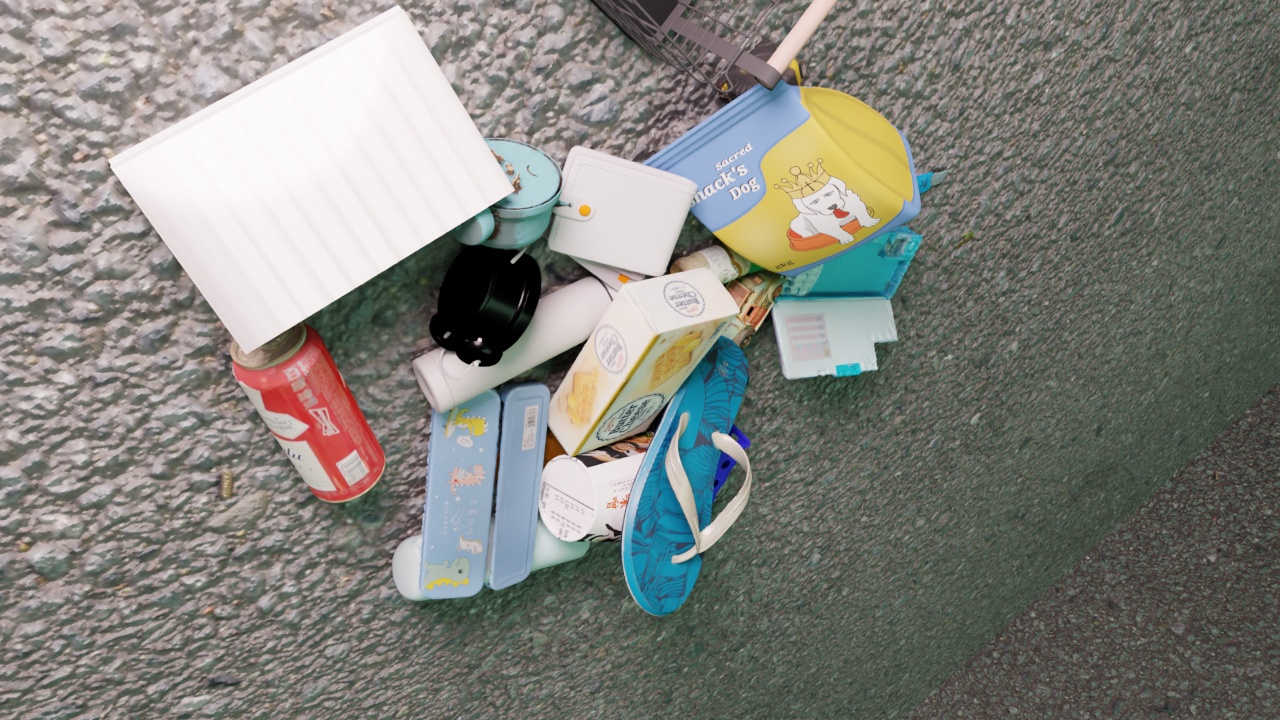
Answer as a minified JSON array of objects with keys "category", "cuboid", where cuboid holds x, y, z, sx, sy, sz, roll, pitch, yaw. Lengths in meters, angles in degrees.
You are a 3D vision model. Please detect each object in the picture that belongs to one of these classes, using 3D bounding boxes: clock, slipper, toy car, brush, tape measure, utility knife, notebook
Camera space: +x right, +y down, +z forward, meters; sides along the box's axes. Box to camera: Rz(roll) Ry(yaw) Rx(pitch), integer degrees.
[{"category":"clock","cuboid":[-0.130,-0.042,0.747,0.042,0.091,0.121,24,94,-39]},{"category":"slipper","cuboid":[0.057,0.112,0.926,0.118,0.060,0.294,27,74,-33]},{"category":"toy car","cuboid":[0.110,-0.063,0.980,0.047,0.047,0.112,10,117,-48]},{"category":"brush","cuboid":[-0.133,0.111,0.939,0.126,0.017,0.048,-24,137,-25]},{"category":"tape measure","cuboid":[0.106,-0.245,0.804,0.067,0.062,0.038,-38,140,-8]},{"category":"utility knife","cuboid":[0.296,-0.196,1.059,0.174,0.015,0.031,-22,141,-29]},{"category":"notebook","cuboid":[-0.209,-0.121,0.606,0.209,0.009,0.142,-35,103,-14]},{"category":"clock","cuboid":[-0.117,-0.124,0.691,0.124,0.090,0.053,-19,145,-30]}]

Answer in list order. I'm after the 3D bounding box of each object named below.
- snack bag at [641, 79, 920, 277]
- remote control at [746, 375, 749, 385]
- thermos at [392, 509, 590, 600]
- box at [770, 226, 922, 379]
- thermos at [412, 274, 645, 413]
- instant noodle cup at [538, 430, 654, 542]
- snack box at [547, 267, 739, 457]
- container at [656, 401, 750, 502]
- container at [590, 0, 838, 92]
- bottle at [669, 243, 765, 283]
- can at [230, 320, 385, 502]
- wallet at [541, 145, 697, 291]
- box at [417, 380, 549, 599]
[{"category":"snack bag","cuboid":[0.125,-0.168,0.815,0.205,0.102,0.159,18,149,-39]},{"category":"remote control","cuboid":[0.074,0.021,1.042,0.150,0.022,0.047,19,109,-49]},{"category":"thermos","cuboid":[-0.154,0.198,0.959,0.206,0.065,0.078,-7,145,-38]},{"category":"box","cuboid":[0.230,-0.074,1.062,0.226,0.072,0.182,-4,104,-40]},{"category":"thermos","cuboid":[-0.092,-0.025,0.827,0.223,0.052,0.052,-28,138,-21]},{"category":"instant noodle cup","cuboid":[-0.034,0.138,0.958,0.121,0.123,0.124,1,123,-49]},{"category":"snack box","cuboid":[-0.005,0.005,0.870,0.104,0.057,0.208,-16,154,-39]},{"category":"container","cuboid":[0.053,0.117,1.060,0.084,0.085,0.114,5,121,-43]},{"category":"container","cuboid":[0.029,-0.311,0.620,0.163,0.130,0.241,-52,141,8]},{"category":"bottle","cuboid":[0.084,-0.099,0.929,0.110,0.043,0.043,-22,136,-27]},{"category":"can","cuboid":[-0.259,0.041,0.724,0.067,0.067,0.170,-31,140,-18]},{"category":"wallet","cuboid":[-0.025,-0.114,0.791,0.118,0.037,0.115,13,116,-19]},{"category":"box","cuboid":[-0.145,0.124,0.874,0.127,0.034,0.209,-2,103,-42]}]
